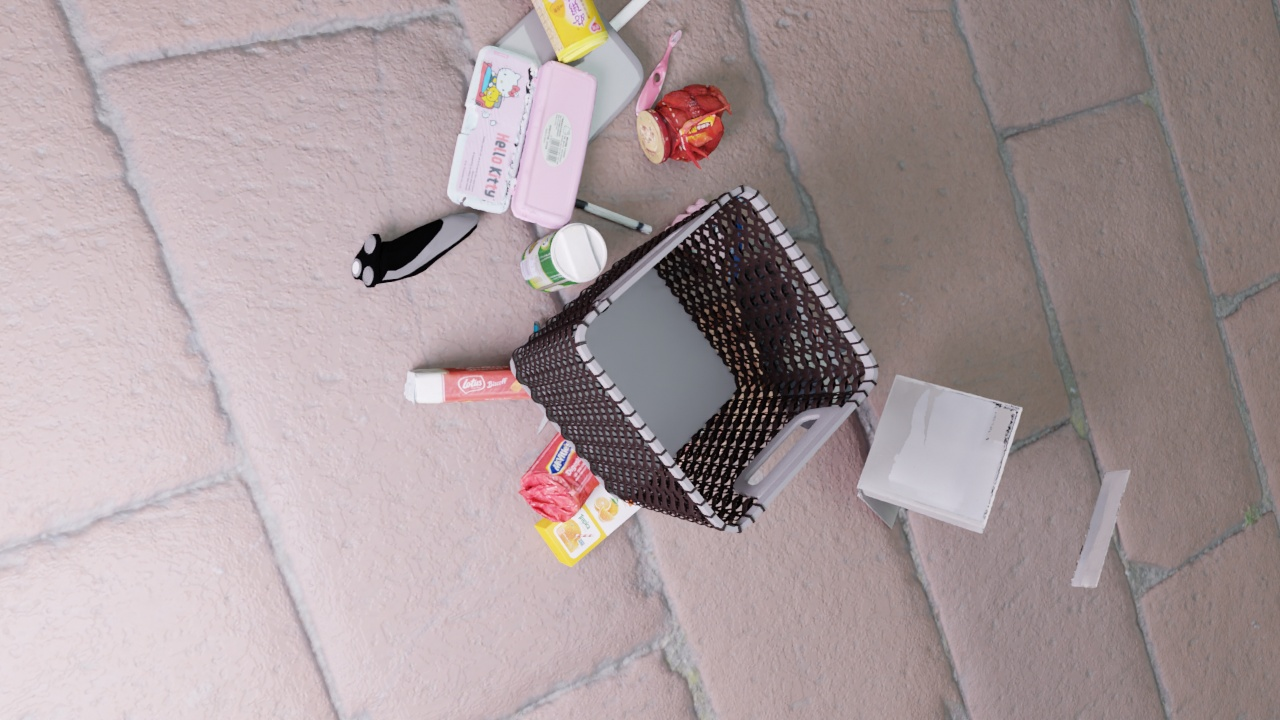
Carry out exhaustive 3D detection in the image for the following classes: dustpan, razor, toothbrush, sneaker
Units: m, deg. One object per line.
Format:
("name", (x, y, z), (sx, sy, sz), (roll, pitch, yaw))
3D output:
("dustpan", (-0.061, -0.396, 1.160), (0.257, 0.033, 0.163), (-47, 107, -10))
("razor", (-0.251, -0.130, 1.045), (0.155, 0.057, 0.060), (-25, 127, -32))
("toothbrush", (0.131, -0.166, 1.245), (0.021, 0.017, 0.135), (10, 83, -23))
("toothbrush", (-0.067, -0.194, 1.152), (0.186, 0.017, 0.012), (17, 80, -23))
("sneaker", (0.220, -0.024, 1.247), (0.124, 0.089, 0.239), (-5, 72, -50))
("toothbrush", (0.025, -0.378, 1.204), (0.021, 0.016, 0.134), (28, 76, -20))

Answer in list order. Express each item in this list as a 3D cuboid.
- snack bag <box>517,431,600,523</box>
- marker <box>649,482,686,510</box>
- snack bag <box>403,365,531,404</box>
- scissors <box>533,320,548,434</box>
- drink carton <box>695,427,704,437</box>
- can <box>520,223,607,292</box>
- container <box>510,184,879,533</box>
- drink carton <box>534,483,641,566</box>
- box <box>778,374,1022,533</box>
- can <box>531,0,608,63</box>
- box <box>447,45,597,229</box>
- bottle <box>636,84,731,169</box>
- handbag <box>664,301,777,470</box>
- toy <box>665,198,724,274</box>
("snack bag", (-0.070, 0.114, 1.091), (0.082, 0.082, 0.176), (47, 58, -16))
("marker", (0.023, 0.166, 1.160), (0.138, 0.016, 0.022), (37, 43, -40))
("snack bag", (-0.154, 0.026, 1.056), (0.225, 0.077, 0.041), (0, 93, -20))
("scissors", (-0.088, 0.016, 1.131), (0.118, 0.019, 0.148), (-17, 100, -20))
("drink carton", (0.022, 0.047, 1.120), (0.058, 0.041, 0.122), (-31, 102, 11))
("can", (-0.092, -0.119, 1.080), (0.067, 0.121, 0.067), (1, 87, -25))
("container", (0.040, 0.007, 0.957), (0.246, 0.244, 0.245), (-43, 104, -23))
("drink carton", (-0.061, 0.188, 1.126), (0.122, 0.040, 0.058), (-38, 103, -22))
("box", (0.342, 0.140, 1.325), (0.164, 0.447, 0.167), (27, 76, -12))
("can", (-0.088, -0.417, 1.095), (0.067, 0.068, 0.105), (-31, 103, -23))
("box", (-0.136, -0.267, 1.095), (0.153, 0.041, 0.201), (13, 80, -21))
("bottle", (0.063, -0.300, 1.176), (0.111, 0.099, 0.099), (-23, 98, -20))
("handbag", (0.067, 0.015, 1.192), (0.187, 0.116, 0.199), (-21, 103, 9))
("toy", (0.080, -0.168, 1.203), (0.099, 0.053, 0.095), (32, 62, -24))
